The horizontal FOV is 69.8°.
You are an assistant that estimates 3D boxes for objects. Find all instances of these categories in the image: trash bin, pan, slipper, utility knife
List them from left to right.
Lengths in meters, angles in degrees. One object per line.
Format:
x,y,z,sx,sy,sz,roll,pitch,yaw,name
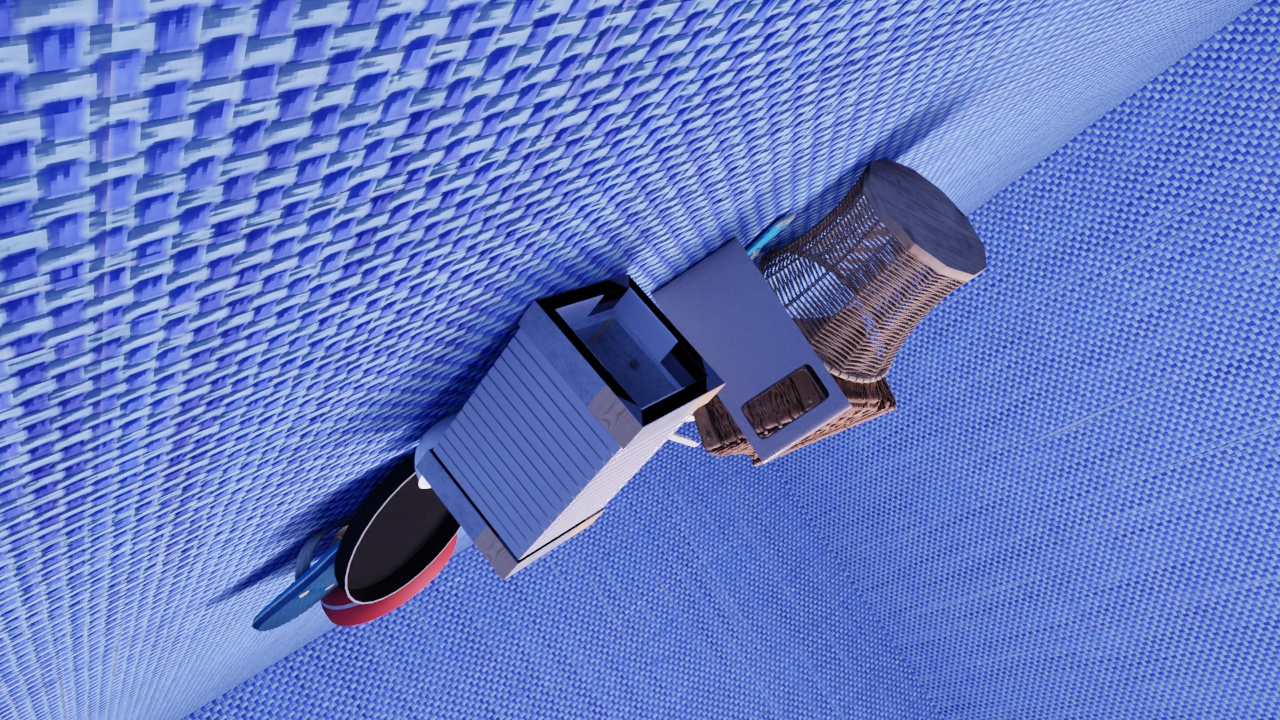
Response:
-0.394,0.246,1.183,0.295,0.060,0.118,-39,169,10,slipper
-0.319,0.249,1.353,0.209,0.067,0.355,-4,-149,46,pan
-0.237,0.151,1.141,0.355,0.034,0.226,-46,159,-27,pan
-0.072,0.064,0.878,0.142,0.142,0.248,-23,159,-53,trash bin
0.131,-0.129,1.150,0.031,0.015,0.197,-22,169,-35,utility knife
0.128,-0.009,1.067,0.114,0.229,0.114,-34,173,5,trash bin

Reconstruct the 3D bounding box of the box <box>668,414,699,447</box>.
-0.001,0.074,1.340,0.145,0.186,0.065,118,-10,-80,box

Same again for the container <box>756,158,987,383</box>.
0.296,-0.118,1.167,0.226,0.227,0.197,-25,162,-49,container

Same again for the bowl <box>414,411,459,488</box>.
-0.206,0.087,0.993,0.109,0.040,0.110,-38,167,-11,bowl

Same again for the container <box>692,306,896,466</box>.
0.192,0.041,1.294,0.251,0.162,0.182,-28,164,33,container
